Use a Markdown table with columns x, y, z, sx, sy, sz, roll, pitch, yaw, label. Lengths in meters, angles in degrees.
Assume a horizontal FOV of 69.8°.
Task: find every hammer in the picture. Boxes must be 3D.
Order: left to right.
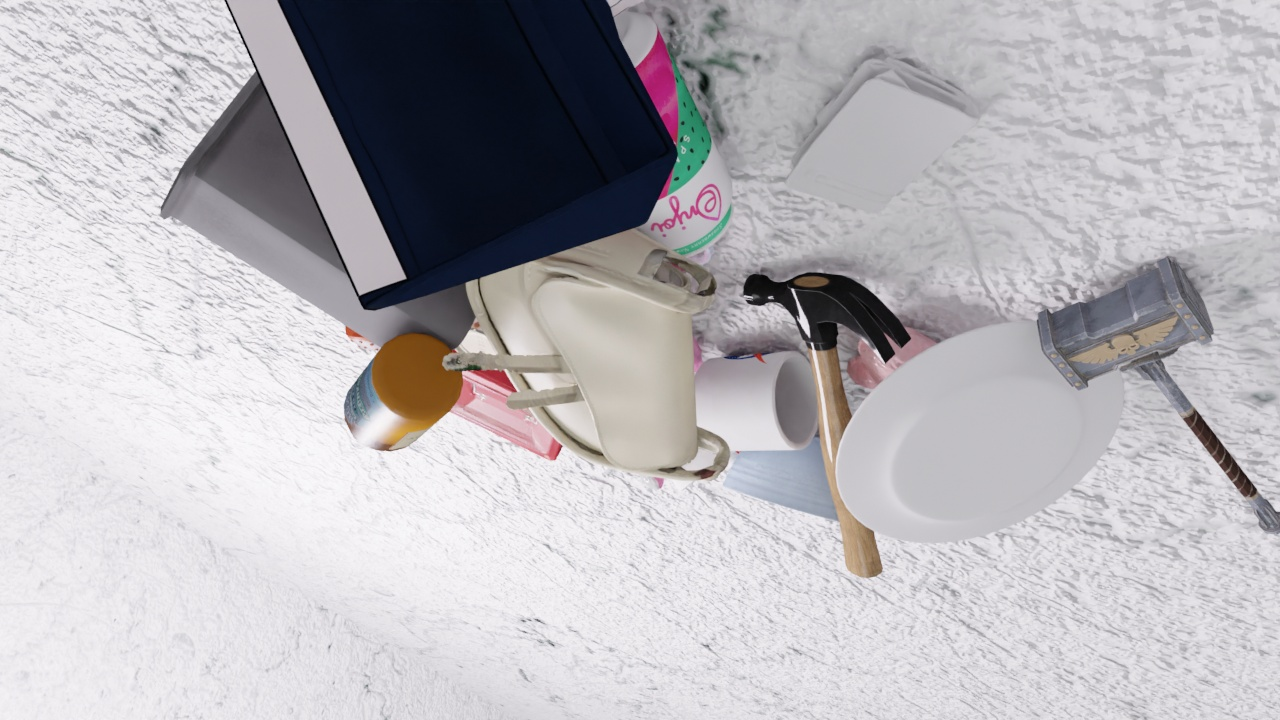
| x | y | z | sx | sy | sz | roll | pitch | yaw | label |
| --- | --- | --- | --- | --- | --- | --- | --- | --- | --- |
| 0.178 | 0.068 | 0.800 | 0.132 | 0.040 | 0.306 | 12 | 128 | 44 | hammer |
| 0.432 | 0.052 | 0.708 | 0.099 | 0.044 | 0.322 | -29 | 124 | 37 | hammer |

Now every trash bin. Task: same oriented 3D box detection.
| x | y | z | sx | sy | sz | roll | pitch | yaw | label |
| --- | --- | --- | --- | --- | --- | --- | --- | --- | --- |
| -0.213 | -0.131 | 0.715 | 0.219 | 0.191 | 0.098 | 36 | 147 | -24 | trash bin |

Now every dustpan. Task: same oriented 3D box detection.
| x | y | z | sx | sy | sz | roll | pitch | yaw | label |
| --- | --- | --- | --- | --- | --- | --- | --- | --- | --- |
| -0.067 | -0.185 | 0.517 | 0.236 | 0.272 | 0.080 | 62 | 156 | 14 | dustpan |

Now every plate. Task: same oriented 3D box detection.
| x | y | z | sx | sy | sz | roll | pitch | yaw | label |
| --- | --- | --- | --- | --- | --- | --- | --- | --- | --- |
| 0.281 | 0.072 | 0.754 | 0.242 | 0.016 | 0.243 | -5 | 128 | -6 | plate |

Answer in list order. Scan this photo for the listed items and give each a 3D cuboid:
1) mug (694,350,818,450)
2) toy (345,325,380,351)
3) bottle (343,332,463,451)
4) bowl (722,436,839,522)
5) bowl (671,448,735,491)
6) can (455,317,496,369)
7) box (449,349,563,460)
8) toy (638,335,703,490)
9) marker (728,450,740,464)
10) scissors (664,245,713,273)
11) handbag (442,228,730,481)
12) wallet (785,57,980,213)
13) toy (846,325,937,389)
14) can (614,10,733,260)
| x | y | z | sx | sy | sz | roll | pitch | yaw | label |
| --- | --- | --- | --- | --- | --- | --- | --- | --- | --- |
| 0.118 | 0.045 | 0.879 | 0.090 | 0.091 | 0.121 | -5 | 157 | 38 | mug |
| -0.272 | -0.076 | 0.934 | 0.173 | 0.092 | 0.164 | -5 | 134 | 35 | toy |
| -0.196 | 0.035 | 0.724 | 0.068 | 0.067 | 0.157 | 32 | 148 | -16 | bottle |
| 0.166 | 0.113 | 0.942 | 0.150 | 0.074 | 0.150 | 16 | 177 | 1 | bowl |
| 0.068 | 0.086 | 0.967 | 0.054 | 0.104 | 0.105 | 53 | 150 | 10 | bowl |
| -0.146 | -0.040 | 0.922 | 0.067 | 0.076 | 0.067 | 16 | 148 | 10 | can |
| -0.143 | 0.035 | 1.028 | 0.158 | 0.086 | 0.129 | 24 | 150 | -1 | box |
| -0.005 | 0.005 | 0.893 | 0.127 | 0.186 | 0.266 | -23 | 143 | -7 | toy |
| 0.098 | 0.103 | 1.045 | 0.145 | 0.019 | 0.019 | 34 | 147 | -19 | marker |
| -0.011 | -0.133 | 0.757 | 0.174 | 0.017 | 0.077 | 41 | 148 | -22 | scissors |
| -0.032 | 0.006 | 0.687 | 0.184 | 0.131 | 0.229 | 15 | 141 | 23 | handbag |
| 0.157 | -0.147 | 0.611 | 0.086 | 0.032 | 0.116 | 20 | 149 | -17 | wallet |
| 0.227 | 0.013 | 0.793 | 0.108 | 0.053 | 0.105 | 34 | 157 | -10 | toy |
| 0.001 | -0.153 | 0.640 | 0.088 | 0.088 | 0.166 | 0 | 143 | 33 | can |
